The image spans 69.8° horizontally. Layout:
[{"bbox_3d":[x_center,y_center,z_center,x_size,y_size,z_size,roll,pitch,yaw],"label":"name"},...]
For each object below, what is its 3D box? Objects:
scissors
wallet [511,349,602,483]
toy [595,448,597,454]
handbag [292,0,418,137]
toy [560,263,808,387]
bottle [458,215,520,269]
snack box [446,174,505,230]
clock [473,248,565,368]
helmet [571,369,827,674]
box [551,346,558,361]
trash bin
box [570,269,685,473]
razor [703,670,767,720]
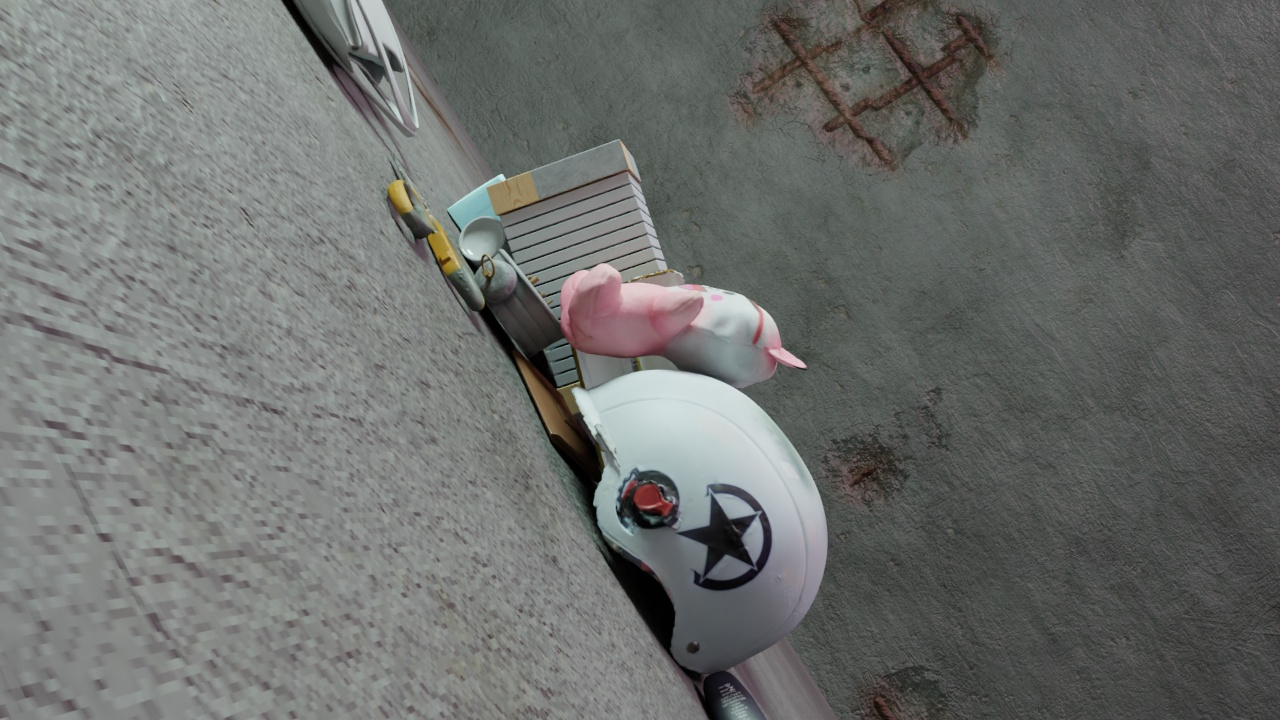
[{"bbox_3d":[-0.185,-0.120,0.803,0.162,0.016,0.225,57,-2,-26],"label":"scissors"},{"bbox_3d":[-0.076,0.050,0.824,0.087,0.013,0.121,50,5,-44],"label":"wallet"},{"bbox_3d":[-0.020,0.100,1.005,0.093,0.050,0.102,55,1,-12],"label":"toy"},{"bbox_3d":[-0.278,-0.334,0.935,0.222,0.095,0.215,63,2,-12],"label":"handbag"},{"bbox_3d":[0.035,-0.029,0.822,0.213,0.084,0.142,12,-1,-14],"label":"toy"},{"bbox_3d":[-0.145,-0.097,1.046,0.052,0.052,0.195,58,1,22],"label":"bottle"},{"bbox_3d":[-0.192,-0.192,1.148,0.053,0.075,0.174,58,0,-13],"label":"snack box"},{"bbox_3d":[-0.117,-0.058,0.852,0.104,0.056,0.148,50,-4,25],"label":"clock"},{"bbox_3d":[0.058,0.112,0.772,0.264,0.164,0.236,63,1,8],"label":"helmet"},{"bbox_3d":[-0.083,-0.107,1.221,0.093,0.048,0.231,124,-27,-79],"label":"box"},{"bbox_3d":[-0.043,-0.086,0.988,0.142,0.142,0.247,-47,119,-82],"label":"trash bin"},{"bbox_3d":[0.004,0.023,0.905,0.039,0.129,0.209,-155,-128,-83],"label":"box"},{"bbox_3d":[0.082,0.276,0.648,0.143,0.047,0.052,-126,-153,-52],"label":"razor"}]
